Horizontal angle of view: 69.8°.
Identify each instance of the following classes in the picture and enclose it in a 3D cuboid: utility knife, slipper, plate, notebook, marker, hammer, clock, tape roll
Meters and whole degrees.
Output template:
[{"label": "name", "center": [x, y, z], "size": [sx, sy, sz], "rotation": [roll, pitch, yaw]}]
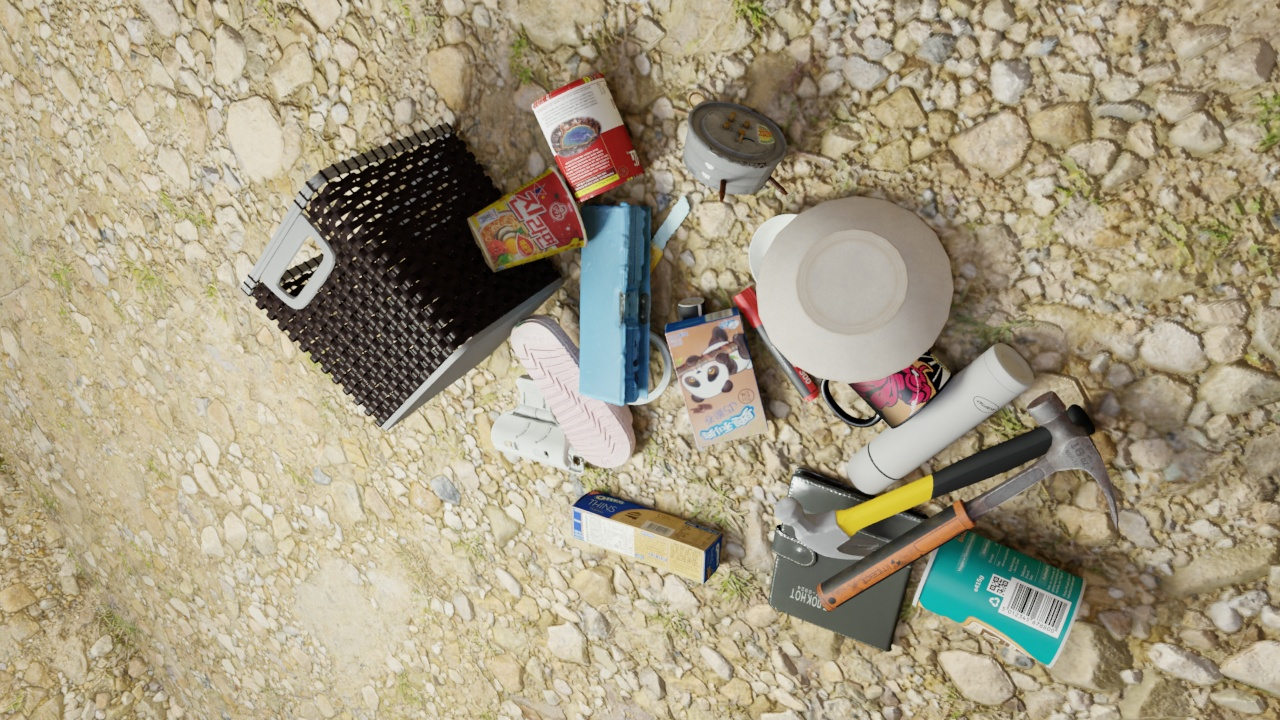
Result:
[{"label": "utility knife", "center": [0.000, -0.112, 1.089], "size": [0.030, 0.019, 0.218], "rotation": [38, 125, 1]}, {"label": "slipper", "center": [-0.075, 0.033, 1.179], "size": [0.094, 0.064, 0.239], "rotation": [-16, 117, 34]}, {"label": "plate", "center": [0.167, -0.108, 0.972], "size": [0.104, 0.026, 0.104], "rotation": [15, 121, 26]}, {"label": "notebook", "center": [0.240, 0.241, 1.103], "size": [0.170, 0.029, 0.209], "rotation": [17, 119, 23]}, {"label": "marker", "center": [0.155, -0.017, 1.030], "size": [0.023, 0.021, 0.145], "rotation": [-35, 92, 9]}, {"label": "hammer", "center": [0.315, 0.174, 0.915], "size": [0.315, 0.034, 0.138], "rotation": [-39, 87, 23]}, {"label": "clock", "center": [0.087, -0.224, 0.928], "size": [0.147, 0.103, 0.056], "rotation": [61, 147, 32]}, {"label": "hammer", "center": [0.309, 0.130, 0.959], "size": [0.324, 0.029, 0.127], "rotation": [-30, 124, 27]}, {"label": "plate", "center": [0.207, -0.073, 0.896], "size": [0.189, 0.027, 0.188], "rotation": [-3, 80, 15]}, {"label": "tape roll", "center": [-0.007, 0.007, 1.124], "size": [0.094, 0.018, 0.094], "rotation": [1, 95, 12]}]

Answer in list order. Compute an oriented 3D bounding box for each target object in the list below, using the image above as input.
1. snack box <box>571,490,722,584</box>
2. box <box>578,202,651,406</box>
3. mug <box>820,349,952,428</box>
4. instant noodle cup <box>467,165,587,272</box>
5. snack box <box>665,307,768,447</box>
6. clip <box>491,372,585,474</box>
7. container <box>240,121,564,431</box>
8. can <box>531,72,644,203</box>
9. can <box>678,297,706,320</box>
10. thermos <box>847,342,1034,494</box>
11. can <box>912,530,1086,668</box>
[{"label": "snack box", "center": [0.006, 0.234, 1.233], "size": [0.207, 0.057, 0.056], "rotation": [14, 116, 28]}, {"label": "box", "center": [-0.029, -0.068, 1.079], "size": [0.093, 0.054, 0.231], "rotation": [10, 103, 50]}, {"label": "mug", "center": [0.242, 0.018, 0.948], "size": [0.098, 0.081, 0.118], "rotation": [46, 121, 5]}, {"label": "instant noodle cup", "center": [-0.130, -0.152, 1.038], "size": [0.100, 0.112, 0.100], "rotation": [60, 168, 21]}, {"label": "snack box", "center": [0.089, 0.021, 1.057], "size": [0.087, 0.034, 0.151], "rotation": [-13, 110, 8]}, {"label": "clip", "center": [-0.143, 0.093, 1.244], "size": [0.126, 0.098, 0.152], "rotation": [12, 129, 25]}, {"label": "container", "center": [-0.283, -0.098, 1.135], "size": [0.243, 0.244, 0.248], "rotation": [50, 130, -2]}, {"label": "can", "center": [-0.057, -0.244, 1.011], "size": [0.087, 0.086, 0.116], "rotation": [-16, 104, 37]}, {"label": "can", "center": [0.065, -0.031, 1.074], "size": [0.032, 0.031, 0.080], "rotation": [4, 115, 32]}, {"label": "thermos", "center": [0.303, 0.068, 0.955], "size": [0.052, 0.052, 0.225], "rotation": [46, 129, 5]}, {"label": "can", "center": [0.375, 0.244, 0.967], "size": [0.144, 0.099, 0.099], "rotation": [22, 123, 23]}]
